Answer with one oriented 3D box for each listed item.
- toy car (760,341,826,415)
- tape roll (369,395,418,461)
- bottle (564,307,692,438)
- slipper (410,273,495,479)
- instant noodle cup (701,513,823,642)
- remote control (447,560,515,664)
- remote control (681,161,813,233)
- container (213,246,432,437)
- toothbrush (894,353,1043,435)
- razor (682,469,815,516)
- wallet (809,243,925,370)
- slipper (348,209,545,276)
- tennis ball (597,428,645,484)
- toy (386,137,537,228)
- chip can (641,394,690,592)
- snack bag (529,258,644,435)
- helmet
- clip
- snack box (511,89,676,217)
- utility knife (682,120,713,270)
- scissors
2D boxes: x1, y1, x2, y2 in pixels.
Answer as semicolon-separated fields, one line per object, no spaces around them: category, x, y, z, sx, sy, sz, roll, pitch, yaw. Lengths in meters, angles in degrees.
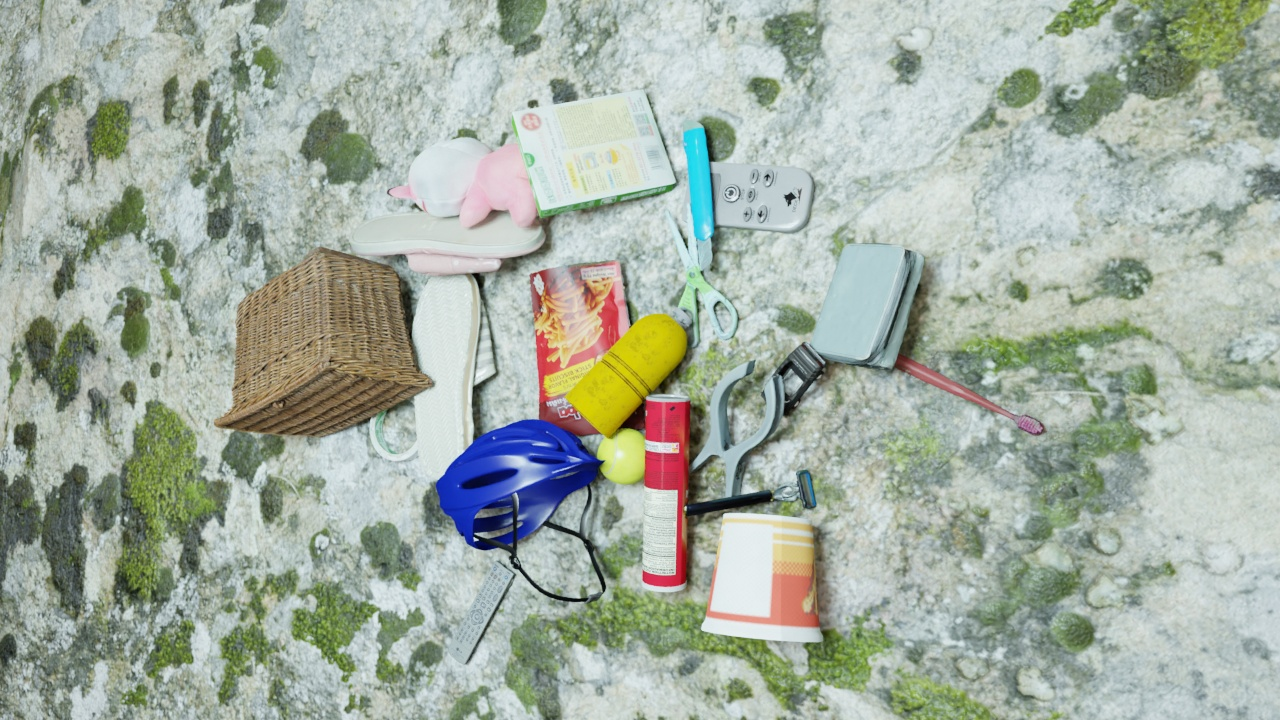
toy car;0.163;0.022;0.997;0.040;0.037;0.093;50;137;19
tape roll;-0.321;0.088;1.230;0.094;0.018;0.093;-3;83;24
bottle;-0.006;0.006;1.050;0.071;0.071;0.163;41;83;22
slipper;-0.243;0.018;1.184;0.115;0.054;0.272;-5;78;27
instant noodle cup;0.130;0.226;0.965;0.124;0.123;0.121;-1;76;24
remote control;-0.201;0.318;1.154;0.033;0.013;0.136;31;97;24
remote control;0.123;-0.190;1.061;0.151;0.019;0.074;9;88;25
container;-0.417;-0.021;1.191;0.251;0.162;0.183;-22;69;33
toothbrush;0.324;0.028;0.950;0.190;0.016;0.016;29;96;24
razor;0.118;0.153;1.010;0.144;0.022;0.042;-10;81;1
wallet;0.239;-0.058;0.965;0.100;0.054;0.131;16;91;55
slipper;-0.248;-0.150;1.182;0.275;0.113;0.054;4;128;19
tennis ball;-0.018;0.112;1.067;0.065;0.065;0.065;-3;83;24
toy;-0.203;-0.231;1.159;0.213;0.084;0.141;9;49;28
chip can;0.029;0.147;1.032;0.052;0.051;0.215;3;94;24
snack bag;-0.068;-0.013;1.121;0.139;0.066;0.208;-7;91;18
helmet;-0.130;0.185;1.062;0.242;0.147;0.227;-31;71;32
clip;0.119;0.086;1.005;0.115;0.028;0.163;35;119;25
snack box;-0.056;-0.249;1.096;0.168;0.027;0.132;-14;77;-15
utility knife;0.068;-0.195;1.068;0.031;0.015;0.185;-9;77;29
scissors;0.054;-0.099;1.078;0.093;0.032;0.175;-24;78;25
